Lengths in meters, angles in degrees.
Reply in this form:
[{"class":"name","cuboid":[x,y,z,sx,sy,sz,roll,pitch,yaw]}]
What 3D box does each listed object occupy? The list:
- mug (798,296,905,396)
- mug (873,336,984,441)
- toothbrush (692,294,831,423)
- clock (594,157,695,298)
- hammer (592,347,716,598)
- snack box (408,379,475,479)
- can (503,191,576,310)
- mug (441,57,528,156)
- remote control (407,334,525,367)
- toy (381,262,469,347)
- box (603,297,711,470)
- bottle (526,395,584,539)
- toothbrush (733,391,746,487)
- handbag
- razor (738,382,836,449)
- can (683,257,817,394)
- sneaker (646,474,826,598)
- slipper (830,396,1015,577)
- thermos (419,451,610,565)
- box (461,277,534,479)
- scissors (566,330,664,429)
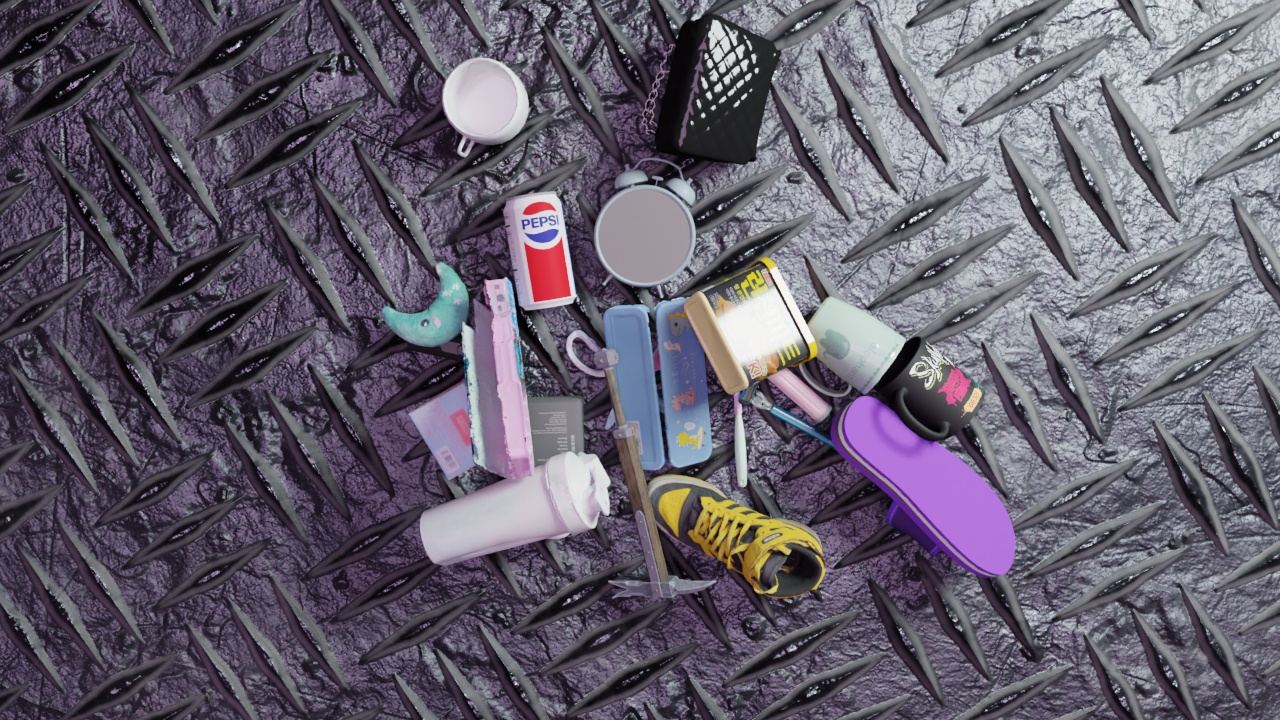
[{"class":"mug","cuboid":[0.240,-0.010,1.095,0.104,0.084,0.111,35,117,7]},{"class":"mug","cuboid":[0.335,0.044,1.079,0.098,0.117,0.082,38,135,-3]},{"class":"toothbrush","cuboid":[0.145,-0.005,1.122,0.222,0.026,0.027,41,118,-4]},{"class":"clock","cuboid":[0.008,-0.161,1.096,0.122,0.045,0.159,13,99,-1]},{"class":"hammer","cuboid":[-0.004,0.138,1.110,0.147,0.028,0.317,-8,100,33]},{"class":"snack box","cuboid":[-0.213,0.077,1.111,0.079,0.094,0.093,-30,95,5]},{"class":"can","cuboid":[-0.120,-0.130,1.091,0.070,0.070,0.132,-8,97,3]},{"class":"mug","cuboid":[-0.185,-0.292,1.072,0.094,0.068,0.116,27,98,-2]},{"class":"remote control","cuboid":[-0.215,-0.013,1.138,0.147,0.015,0.033,12,98,0]},{"class":"toy","cuboid":[-0.254,-0.060,1.117,0.105,0.033,0.085,-39,86,-8]},{"class":"box","cuboid":[0.023,0.031,1.112,0.125,0.043,0.209,-5,103,3]},{"class":"bottle","cuboid":[-0.110,0.133,1.139,0.084,0.046,0.174,-2,98,2]},{"class":"toothbrush","cuboid":[0.122,0.083,1.140,0.022,0.015,0.155,-3,98,4]},{"class":"handbag","cuboid":[0.085,-0.305,1.067,0.125,0.115,0.154,10,95,-23]},{"class":"razor","cuboid":[0.186,0.071,1.135,0.144,0.022,0.042,31,62,-6]},{"class":"can","cuboid":[0.126,-0.038,1.070,0.101,0.073,0.131,-26,87,-19]},{"class":"sneaker","cuboid":[0.114,0.214,1.105,0.238,0.122,0.086,19,96,-2]},{"class":"slipper","cuboid":[0.326,0.157,1.109,0.266,0.084,0.107,40,56,-5]},{"class":"thermos","cuboid":[-0.145,0.174,1.077,0.220,0.099,0.099,-19,97,10]},{"class":"box","cuboid":[-0.169,0.023,1.052,0.071,0.085,0.230,-7,63,-9]},{"class":"scissors","cuboid":[-0.013,0.007,1.137,0.177,0.013,0.171,31,101,-4]}]
